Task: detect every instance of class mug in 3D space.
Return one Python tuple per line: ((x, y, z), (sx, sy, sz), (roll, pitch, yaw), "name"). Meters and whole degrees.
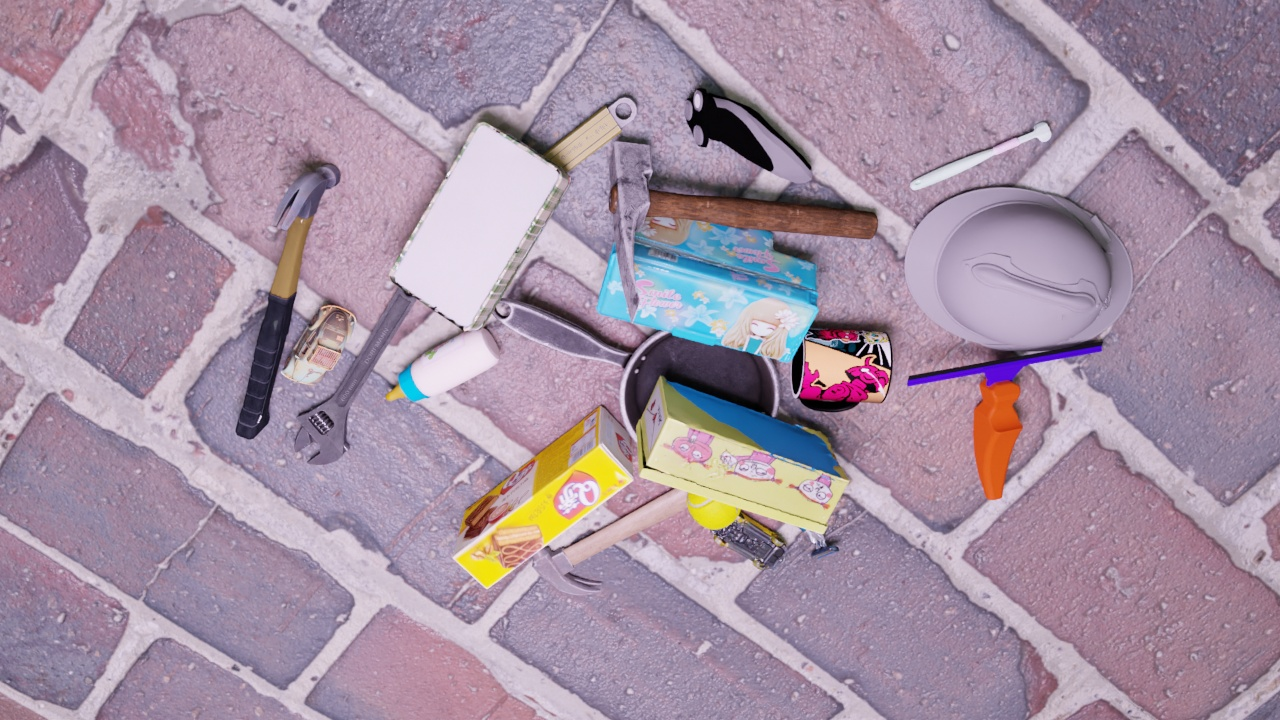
((0.227, 0.018, 1.061), (0.098, 0.081, 0.118), (3, 137, -1), "mug")

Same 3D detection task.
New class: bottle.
((-0.236, 0.012, 1.073), (0.146, 0.051, 0.051), (-27, 107, 10), "bottle")

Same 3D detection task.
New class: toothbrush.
((0.369, -0.221, 1.001), (0.155, 0.015, 0.022), (-22, 78, 9), "toothbrush")

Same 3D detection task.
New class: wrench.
((-0.335, 0.016, 1.094), (0.073, 0.018, 0.273), (33, 105, -10), "wrench")
((-0.113, -0.197, 1.013), (0.274, 0.018, 0.083), (-34, 106, 12), "wrench")

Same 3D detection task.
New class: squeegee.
((0.422, 0.080, 1.086), (0.249, 0.055, 0.185), (-9, 110, -12), "squeegee")

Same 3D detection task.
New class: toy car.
((0.137, 0.224, 1.154), (0.107, 0.030, 0.049), (34, 105, -8), "toy car")
((-0.371, -0.010, 1.062), (0.047, 0.047, 0.112), (25, 110, -35), "toy car")

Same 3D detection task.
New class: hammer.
((0.117, -0.127, 0.966), (0.300, 0.217, 0.037), (4, 146, -13), "hammer")
((-0.407, -0.054, 1.030), (0.025, 0.117, 0.334), (22, 114, -5), "hammer")
((0.012, 0.191, 1.152), (0.331, 0.030, 0.119), (-30, 107, 8), "hammer")

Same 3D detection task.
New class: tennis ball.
((0.088, 0.168, 1.095), (0.065, 0.065, 0.065), (0, 109, 0), "tennis ball")

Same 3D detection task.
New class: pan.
((-0.007, 0.006, 1.065), (0.357, 0.055, 0.187), (26, 108, -8), "pan")

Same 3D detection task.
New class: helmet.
((0.432, -0.082, 0.995), (0.271, 0.117, 0.184), (15, 109, -6), "helmet")

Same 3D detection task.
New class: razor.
((0.119, -0.236, 0.981), (0.156, 0.057, 0.060), (21, 80, -15), "razor")
((0.186, 0.197, 1.151), (0.144, 0.022, 0.042), (41, 141, -8), "razor")

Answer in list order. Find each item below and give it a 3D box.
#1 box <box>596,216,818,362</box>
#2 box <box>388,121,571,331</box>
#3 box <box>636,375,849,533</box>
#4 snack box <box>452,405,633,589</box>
((0.076, -0.095, 1.021), (0.227, 0.121, 0.098), (15, 137, -5), "box")
((-0.172, -0.141, 0.989), (0.117, 0.049, 0.206), (32, 100, 5), "box")
((0.111, 0.106, 1.026), (0.221, 0.124, 0.081), (21, 110, -13), "box")
((-0.114, 0.161, 1.093), (0.230, 0.110, 0.061), (-38, 108, 13), "snack box")
